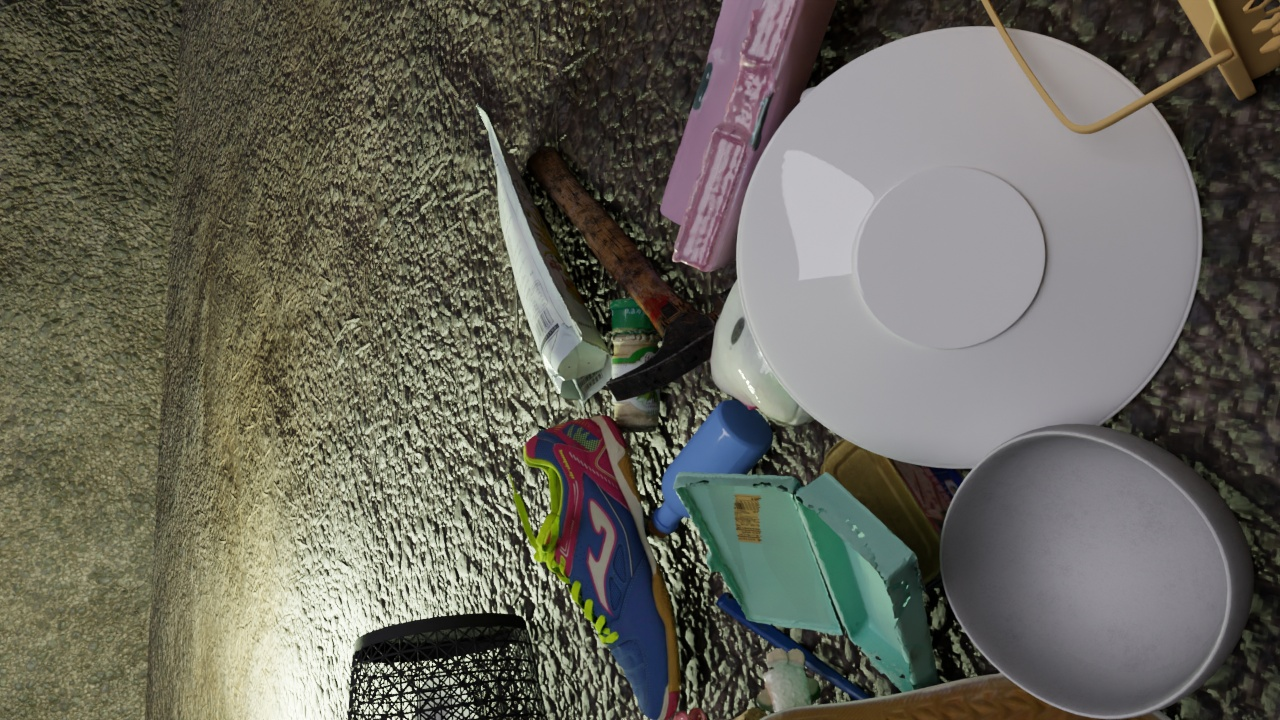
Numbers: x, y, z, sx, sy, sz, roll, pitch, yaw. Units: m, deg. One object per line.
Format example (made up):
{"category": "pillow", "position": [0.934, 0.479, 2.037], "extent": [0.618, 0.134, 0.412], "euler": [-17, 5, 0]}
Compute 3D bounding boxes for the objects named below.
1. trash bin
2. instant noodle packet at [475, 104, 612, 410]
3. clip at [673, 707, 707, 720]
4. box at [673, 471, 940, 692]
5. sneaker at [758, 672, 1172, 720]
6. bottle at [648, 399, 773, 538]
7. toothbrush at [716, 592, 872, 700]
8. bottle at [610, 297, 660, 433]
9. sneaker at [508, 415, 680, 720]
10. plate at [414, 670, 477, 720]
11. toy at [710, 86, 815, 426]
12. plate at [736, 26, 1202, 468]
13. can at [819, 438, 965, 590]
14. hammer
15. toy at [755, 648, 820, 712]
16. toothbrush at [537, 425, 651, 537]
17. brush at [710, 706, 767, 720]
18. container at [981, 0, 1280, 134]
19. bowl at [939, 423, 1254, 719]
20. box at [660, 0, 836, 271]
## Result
{"category": "trash bin", "position": [-0.172, 0.371, 0.833], "extent": [0.218, 0.216, 0.243], "euler": [-37, 54, 45]}
{"category": "instant noodle packet", "position": [-0.096, -0.095, 0.848], "extent": [0.147, 0.057, 0.269], "euler": [95, 155, -59]}
{"category": "clip", "position": [0.054, 0.285, 0.696], "extent": [0.059, 0.041, 0.023], "euler": [33, 111, 59]}
{"category": "box", "position": [0.102, 0.126, 0.518], "extent": [0.138, 0.187, 0.056], "euler": [25, 64, 35]}
{"category": "sneaker", "position": [0.171, 0.225, 0.490], "extent": [0.236, 0.079, 0.087], "euler": [-15, 39, 29]}
{"category": "bottle", "position": [0.044, 0.088, 0.683], "extent": [0.131, 0.048, 0.048], "euler": [-55, 49, 35]}
{"category": "toothbrush", "position": [0.119, 0.200, 0.612], "extent": [0.190, 0.016, 0.017], "euler": [22, 99, 50]}
{"category": "bottle", "position": [-0.004, 0.004, 0.752], "extent": [0.043, 0.042, 0.110], "euler": [-3, 87, 52]}
{"category": "sneaker", "position": [-0.035, 0.168, 0.722], "extent": [0.116, 0.091, 0.241], "euler": [134, 121, -76]}
{"category": "plate", "position": [-0.203, 0.428, 1.006], "extent": [0.173, 0.019, 0.172], "euler": [-2, 87, 51]}
{"category": "toy", "position": [0.108, -0.061, 0.576], "extent": [0.137, 0.085, 0.209], "euler": [-117, 43, -68]}
{"category": "plate", "position": [0.157, -0.053, 0.468], "extent": [0.230, 0.030, 0.229], "euler": [4, 101, 21]}
{"category": "can", "position": [0.155, 0.085, 0.535], "extent": [0.054, 0.059, 0.099], "euler": [-54, 49, 36]}
{"category": "hammer", "position": [-0.034, -0.095, 0.764], "extent": [0.120, 0.033, 0.330], "euler": [-32, 45, -5]}
{"category": "toy", "position": [0.098, 0.245, 0.581], "extent": [0.050, 0.087, 0.112], "euler": [-145, 51, -68]}
{"category": "toothbrush", "position": [-0.044, 0.101, 0.822], "extent": [0.188, 0.014, 0.017], "euler": [38, 105, 45]}
{"category": "brush", "position": [0.076, 0.376, 0.636], "extent": [0.077, 0.061, 0.272], "euler": [0, 94, 45]}
{"category": "container", "position": [0.224, -0.213, 0.401], "extent": [0.167, 0.129, 0.183], "euler": [-30, 65, 34]}
{"category": "bowl", "position": [0.221, 0.097, 0.444], "extent": [0.132, 0.064, 0.132], "euler": [2, 92, 48]}
{"category": "box", "position": [0.080, -0.186, 0.647], "extent": [0.172, 0.075, 0.233], "euler": [-99, 25, -66]}
